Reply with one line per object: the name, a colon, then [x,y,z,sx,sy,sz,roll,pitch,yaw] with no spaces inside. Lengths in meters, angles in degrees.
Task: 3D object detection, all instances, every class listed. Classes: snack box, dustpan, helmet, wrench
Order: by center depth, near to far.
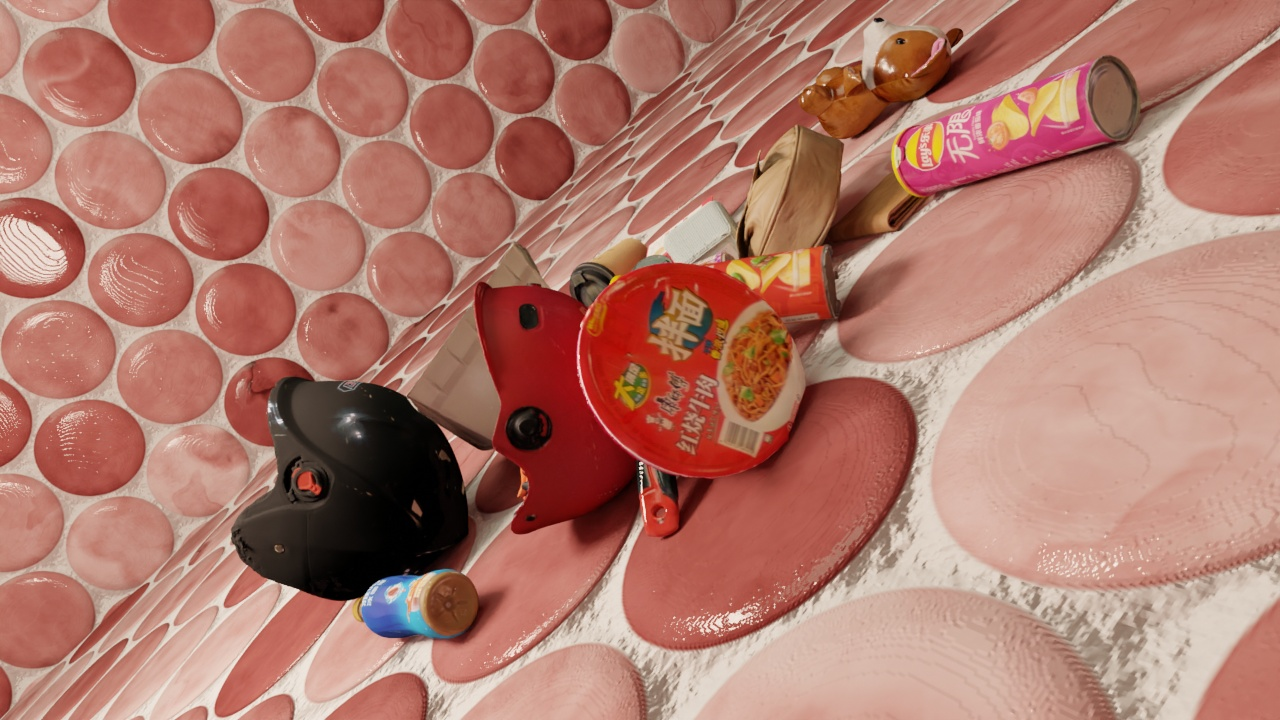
wrench: [0.010,0.024,0.816,0.056,0.016,0.272,-12,61,19]
helmet: [-0.068,0.033,0.873,0.144,0.240,0.206,-9,22,0]
helmet: [-0.329,0.141,1.079,0.230,0.275,0.233,-12,11,3]
dustpan: [-0.172,0.008,1.151,0.143,0.257,0.222,17,69,48]
snack box: [0.068,-0.171,1.331,0.127,0.044,0.113,-36,18,20]

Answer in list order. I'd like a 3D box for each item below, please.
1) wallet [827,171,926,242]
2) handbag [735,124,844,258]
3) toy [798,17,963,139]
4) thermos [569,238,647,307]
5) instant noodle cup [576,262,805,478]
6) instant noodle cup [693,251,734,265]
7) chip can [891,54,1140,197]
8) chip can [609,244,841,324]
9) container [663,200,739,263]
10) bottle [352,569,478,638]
wallet: [0.262,-0.169,0.964,0.115,0.020,0.101,-44,16,-17]
handbag: [0.161,-0.173,1.012,0.204,0.100,0.148,-68,0,-56]
toy: [0.314,-0.377,1.195,0.200,0.130,0.139,-14,25,37]
thermos: [-0.043,-0.131,1.411,0.093,0.093,0.142,-25,17,43]
instant noodle cup: [0.036,0.016,0.769,0.193,0.194,0.066,-52,-4,-30]
instant noodle cup: [0.067,-0.058,0.983,0.099,0.111,0.111,-24,23,20]
chip can: [0.326,-0.203,0.820,0.071,0.071,0.211,-49,19,-23]
chip can: [0.078,-0.061,0.879,0.217,0.073,0.073,-6,32,22]
container: [0.091,-0.123,1.103,0.090,0.090,0.111,-37,22,9]
bottle: [-0.245,0.255,0.950,0.219,0.065,0.065,-21,27,49]
